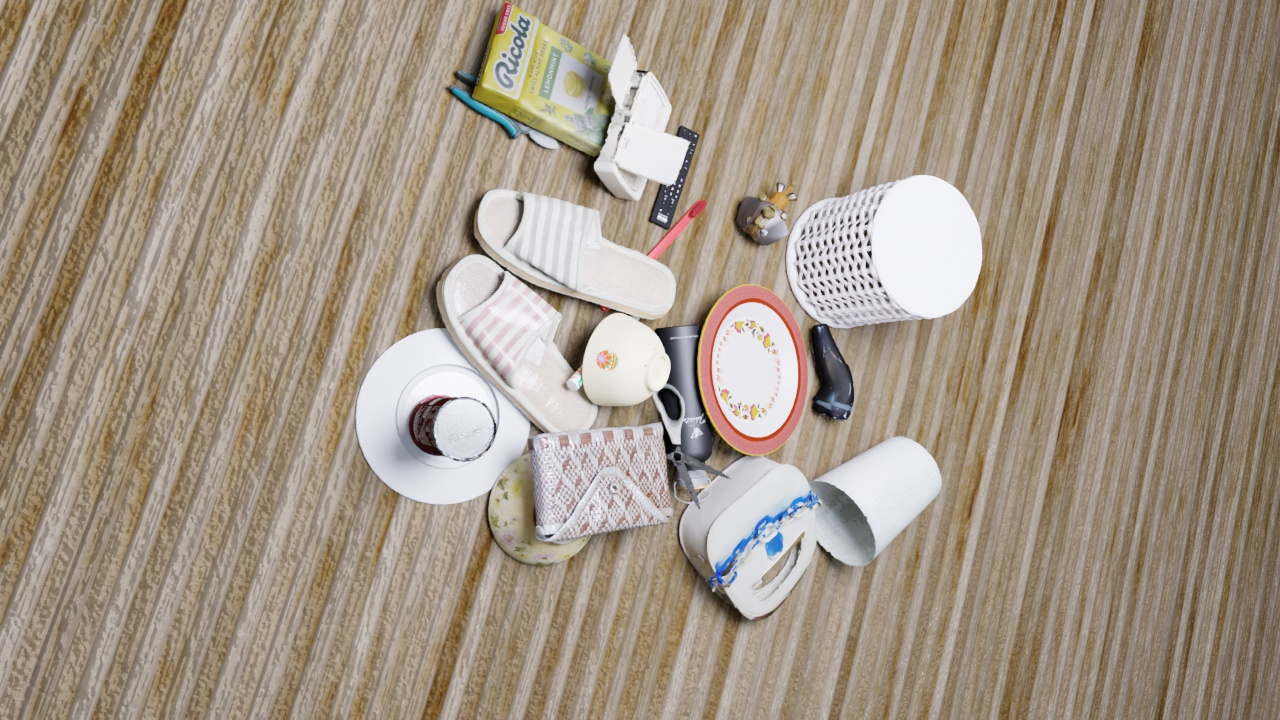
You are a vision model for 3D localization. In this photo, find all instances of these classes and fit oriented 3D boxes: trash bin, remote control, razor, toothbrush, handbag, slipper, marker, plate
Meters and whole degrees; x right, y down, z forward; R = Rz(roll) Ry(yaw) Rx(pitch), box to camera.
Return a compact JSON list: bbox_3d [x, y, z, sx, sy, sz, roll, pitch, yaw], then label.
[{"bbox_3d":[0.329,0.189,1.286,0.161,0.133,0.133,-28,101,-28],"label":"trash bin"},{"bbox_3d":[0.046,-0.244,1.221,0.030,0.009,0.140,22,80,-23],"label":"remote control"},{"bbox_3d":[0.265,0.018,1.302,0.064,0.053,0.140,-16,89,8],"label":"razor"},{"bbox_3d":[0.020,-0.140,1.202,0.012,0.018,0.212,47,71,-17],"label":"toothbrush"},{"bbox_3d":[-0.042,0.141,1.084,0.185,0.047,0.124,-2,81,-34],"label":"handbag"},{"bbox_3d":[-0.136,-0.014,1.100,0.114,0.052,0.263,-47,111,-29],"label":"slipper"},{"bbox_3d":[-0.045,-0.014,1.147,0.017,0.017,0.145,52,52,-15],"label":"marker"},{"bbox_3d":[-0.072,-0.130,1.124,0.272,0.054,0.114,24,64,-20],"label":"slipper"},{"bbox_3d":[-0.227,0.066,1.081,0.208,0.015,0.208,1,89,-25],"label":"plate"},{"bbox_3d":[0.164,0.246,1.228,0.200,0.093,0.199,-40,113,-21],"label":"handbag"},{"bbox_3d":[0.150,0.013,1.235,0.229,0.021,0.229,4,84,-43],"label":"plate"}]

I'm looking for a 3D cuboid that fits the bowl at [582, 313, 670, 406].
[{"bbox_3d":[-0.007,0.007,1.125,0.117,0.074,0.118,-30,127,-50],"label":"bowl"}]

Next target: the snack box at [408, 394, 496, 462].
[{"bbox_3d":[-0.208,0.073,1.013,0.072,0.121,0.072,1,88,-25],"label":"snack box"}]

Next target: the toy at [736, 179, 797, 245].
[{"bbox_3d":[0.179,-0.206,1.252,0.076,0.062,0.100,41,91,-1],"label":"toy"}]

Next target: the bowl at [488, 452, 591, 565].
[{"bbox_3d":[-0.105,0.183,1.109,0.145,0.063,0.145,0,91,-27],"label":"bowl"}]

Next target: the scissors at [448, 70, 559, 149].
[{"bbox_3d":[-0.162,-0.307,1.119,0.135,0.019,0.139,-14,89,-30],"label":"scissors"}]

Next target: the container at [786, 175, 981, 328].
[{"bbox_3d":[0.330,-0.144,1.255,0.189,0.187,0.189,1,88,-26],"label":"container"}]

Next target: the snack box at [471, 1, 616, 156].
[{"bbox_3d":[-0.105,-0.339,1.122,0.180,0.045,0.121,22,71,-27],"label":"snack box"}]

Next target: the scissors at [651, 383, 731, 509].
[{"bbox_3d":[0.034,0.107,1.160,0.171,0.012,0.157,2,92,8],"label":"scissors"}]

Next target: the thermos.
[{"bbox_3d":[0.059,0.071,1.192,0.061,0.061,0.231,-6,91,-26],"label":"thermos"}]

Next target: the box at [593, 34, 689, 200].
[{"bbox_3d":[0.008,-0.284,1.102,0.184,0.099,0.143,36,71,-66],"label":"box"}]
